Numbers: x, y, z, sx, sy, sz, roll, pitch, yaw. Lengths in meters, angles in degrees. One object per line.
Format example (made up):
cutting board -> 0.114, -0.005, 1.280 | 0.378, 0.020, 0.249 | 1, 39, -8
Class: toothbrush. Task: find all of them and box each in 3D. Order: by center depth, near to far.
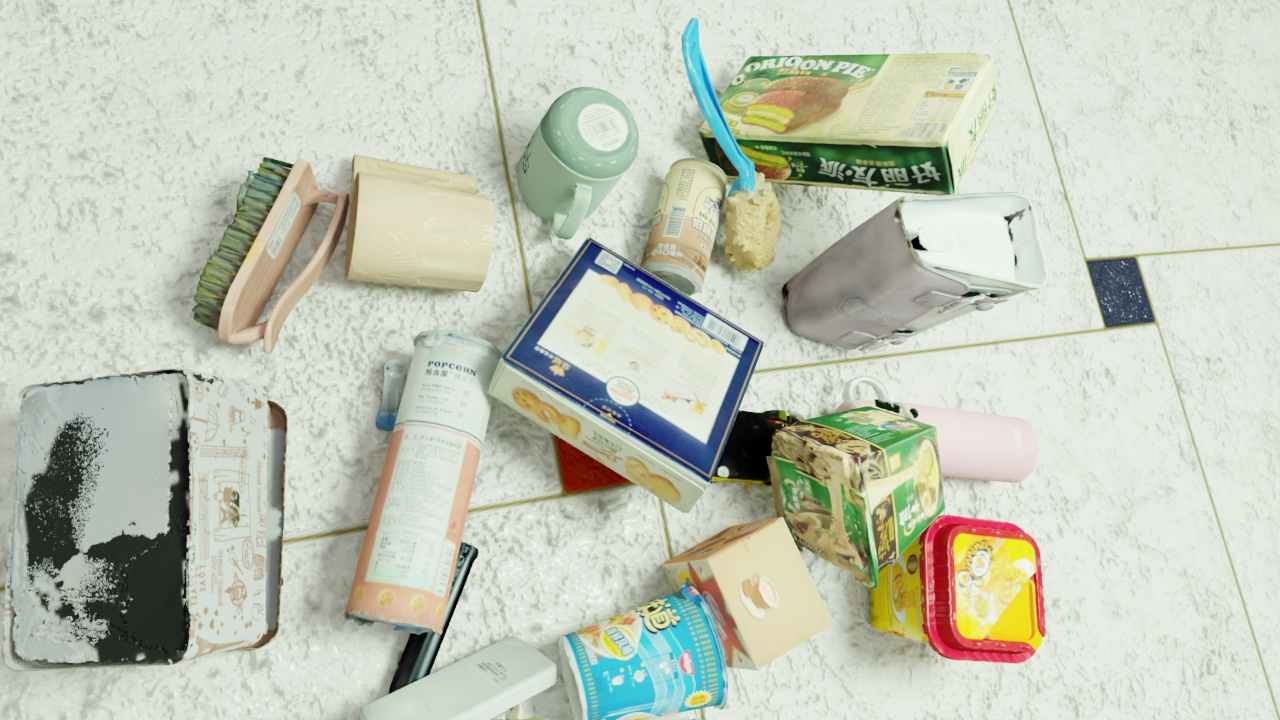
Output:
toothbrush -> -0.167, 0.234, 0.667 | 0.027, 0.026, 0.212 | 25, 68, -16

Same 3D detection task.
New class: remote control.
remote control -> -0.127, 0.237, 0.648 | 0.134, 0.056, 0.019 | -16, 113, -42

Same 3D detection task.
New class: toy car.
toy car -> 0.080, 0.076, 0.800 | 0.155, 0.041, 0.071 | 5, 74, -22

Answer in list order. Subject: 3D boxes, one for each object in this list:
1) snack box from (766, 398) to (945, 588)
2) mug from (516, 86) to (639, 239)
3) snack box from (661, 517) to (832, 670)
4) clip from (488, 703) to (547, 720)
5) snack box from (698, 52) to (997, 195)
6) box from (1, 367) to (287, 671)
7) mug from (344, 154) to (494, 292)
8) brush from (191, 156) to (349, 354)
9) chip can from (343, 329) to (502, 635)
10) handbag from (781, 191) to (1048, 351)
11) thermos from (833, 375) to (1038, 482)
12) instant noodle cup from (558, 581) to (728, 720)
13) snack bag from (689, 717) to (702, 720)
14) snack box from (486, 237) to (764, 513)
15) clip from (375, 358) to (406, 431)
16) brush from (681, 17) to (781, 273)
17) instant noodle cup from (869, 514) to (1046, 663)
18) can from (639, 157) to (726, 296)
snack box -> 0.185, 0.101, 0.756 | 0.105, 0.118, 0.117 | -21, 111, -25
mug -> -0.054, -0.161, 0.776 | 0.082, 0.107, 0.111 | 11, 72, -20
snack box -> 0.083, 0.188, 0.742 | 0.076, 0.095, 0.092 | -22, 85, -25
clip -> -0.103, 0.266, 0.644 | 0.076, 0.104, 0.034 | -13, 83, -13
snack box -> 0.181, -0.216, 0.823 | 0.114, 0.240, 0.063 | -58, 140, -25
box -> -0.312, 0.109, 0.614 | 0.149, 0.158, 0.181 | -6, 80, 13
mug -> -0.179, -0.113, 0.736 | 0.103, 0.084, 0.124 | 6, 47, -22
brush -> -0.276, -0.077, 0.688 | 0.073, 0.063, 0.145 | 20, 69, -5
chip can -> -0.157, 0.088, 0.677 | 0.071, 0.071, 0.214 | 16, 66, -17
handbag -> 0.235, -0.073, 0.817 | 0.144, 0.197, 0.098 | 2, 75, -21
thermos -> 0.276, 0.066, 0.870 | 0.198, 0.067, 0.087 | 8, 68, -19
instant noodle cup -> -0.003, 0.232, 0.702 | 0.109, 0.099, 0.099 | -11, 80, -15
snack bag -> -0.016, 0.344, 0.693 | 0.190, 0.039, 0.110 | -7, 67, -24
snack box -> -0.004, 0.004, 0.737 | 0.178, 0.046, 0.182 | 31, 44, -2
clip -> -0.195, 0.027, 0.720 | 0.024, 0.028, 0.056 | 2, 85, -19
brush -> 0.076, -0.176, 0.785 | 0.083, 0.046, 0.255 | -64, 145, -29
instant noodle cup -> 0.265, 0.199, 0.796 | 0.116, 0.124, 0.116 | 9, 73, -20
can -> 0.039, -0.120, 0.828 | 0.058, 0.059, 0.116 | 21, 69, -16
